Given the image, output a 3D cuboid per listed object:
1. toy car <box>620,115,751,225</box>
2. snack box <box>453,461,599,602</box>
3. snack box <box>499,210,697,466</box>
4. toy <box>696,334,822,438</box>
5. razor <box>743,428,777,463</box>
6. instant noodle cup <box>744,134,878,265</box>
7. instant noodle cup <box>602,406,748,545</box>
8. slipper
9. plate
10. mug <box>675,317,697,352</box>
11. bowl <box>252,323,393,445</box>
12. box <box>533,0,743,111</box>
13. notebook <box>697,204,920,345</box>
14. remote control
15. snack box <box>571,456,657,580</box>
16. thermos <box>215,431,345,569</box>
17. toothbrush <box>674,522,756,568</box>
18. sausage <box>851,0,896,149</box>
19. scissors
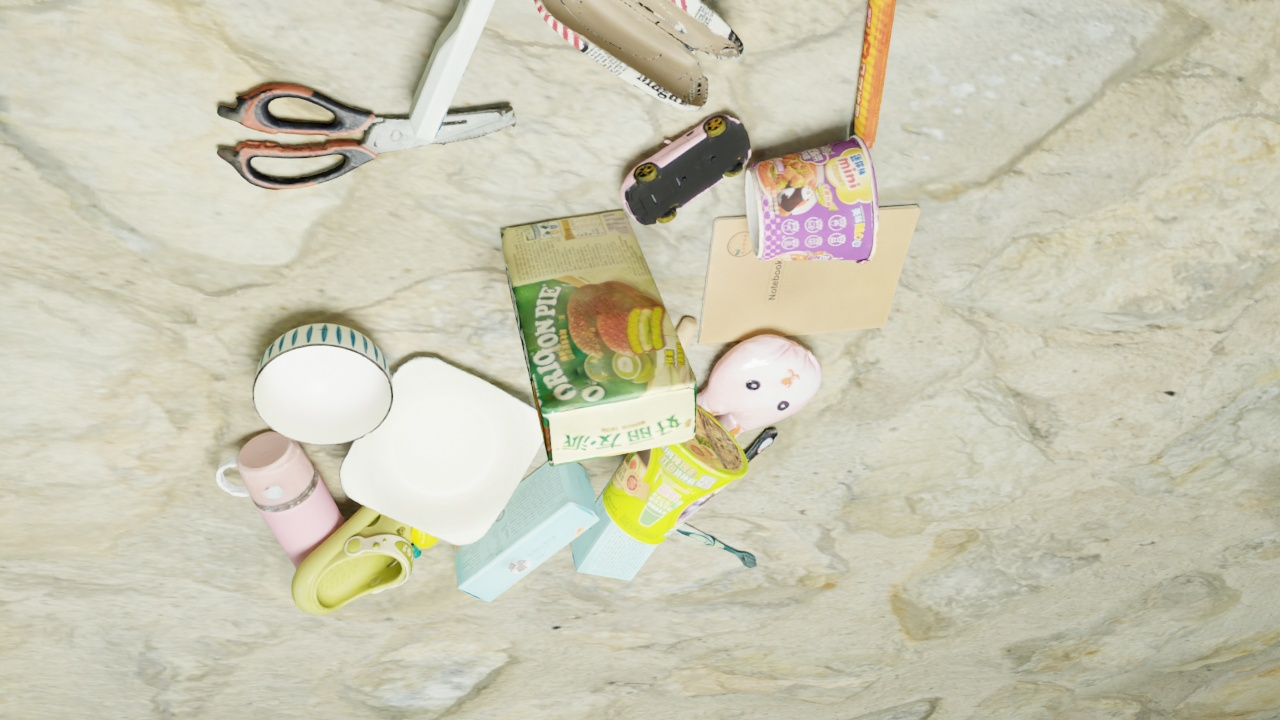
[{"bbox_3d":[0.038,-0.163,0.783,0.122,0.037,0.056,-34,134,-4],"label":"toy car"},{"bbox_3d":[-0.128,0.184,1.001,0.175,0.074,0.051,-39,130,17],"label":"snack box"},{"bbox_3d":[-0.040,-0.028,0.737,0.114,0.239,0.063,-11,133,-10],"label":"snack box"},{"bbox_3d":[0.113,0.035,0.965,0.121,0.054,0.160,31,123,-34],"label":"toy"},{"bbox_3d":[0.104,0.126,1.057,0.143,0.022,0.042,-41,130,18],"label":"razor"},{"bbox_3d":[0.145,-0.134,0.796,0.099,0.111,0.112,-7,131,-1],"label":"instant noodle cup"},{"bbox_3d":[0.026,0.118,0.919,0.111,0.111,0.124,24,115,-32],"label":"instant noodle cup"},{"bbox_3d":[-0.256,0.193,0.925,0.190,0.082,0.092,-40,142,-26],"label":"slipper"},{"bbox_3d":[-0.193,0.087,0.898,0.164,0.034,0.163,30,95,-22],"label":"plate"},{"bbox_3d":[-0.005,0.005,0.891,0.124,0.084,0.104,-7,135,-44],"label":"mug"},{"bbox_3d":[-0.280,0.012,0.816,0.116,0.066,0.117,-8,130,-10],"label":"bowl"},{"bbox_3d":[-0.006,-0.242,0.678,0.163,0.076,0.087,21,101,-33],"label":"box"},{"bbox_3d":[0.164,-0.082,0.906,0.207,0.008,0.148,-5,130,-12],"label":"notebook"},{"bbox_3d":[-0.136,-0.220,0.661,0.024,0.049,0.125,21,113,-25],"label":"remote control"},{"bbox_3d":[-0.008,0.175,1.045,0.074,0.051,0.175,17,122,-26],"label":"snack box"},{"bbox_3d":[-0.348,0.159,0.920,0.087,0.067,0.199,-13,133,-2],"label":"thermos"},{"bbox_3d":[0.082,0.225,1.137,0.191,0.018,0.016,30,116,-35],"label":"toothbrush"},{"bbox_3d":[0.195,-0.246,0.767,0.021,0.021,0.165,-10,131,-9],"label":"sausage"},{"bbox_3d":[-0.206,-0.186,0.703,0.209,0.015,0.185,-37,129,15],"label":"scissors"}]
